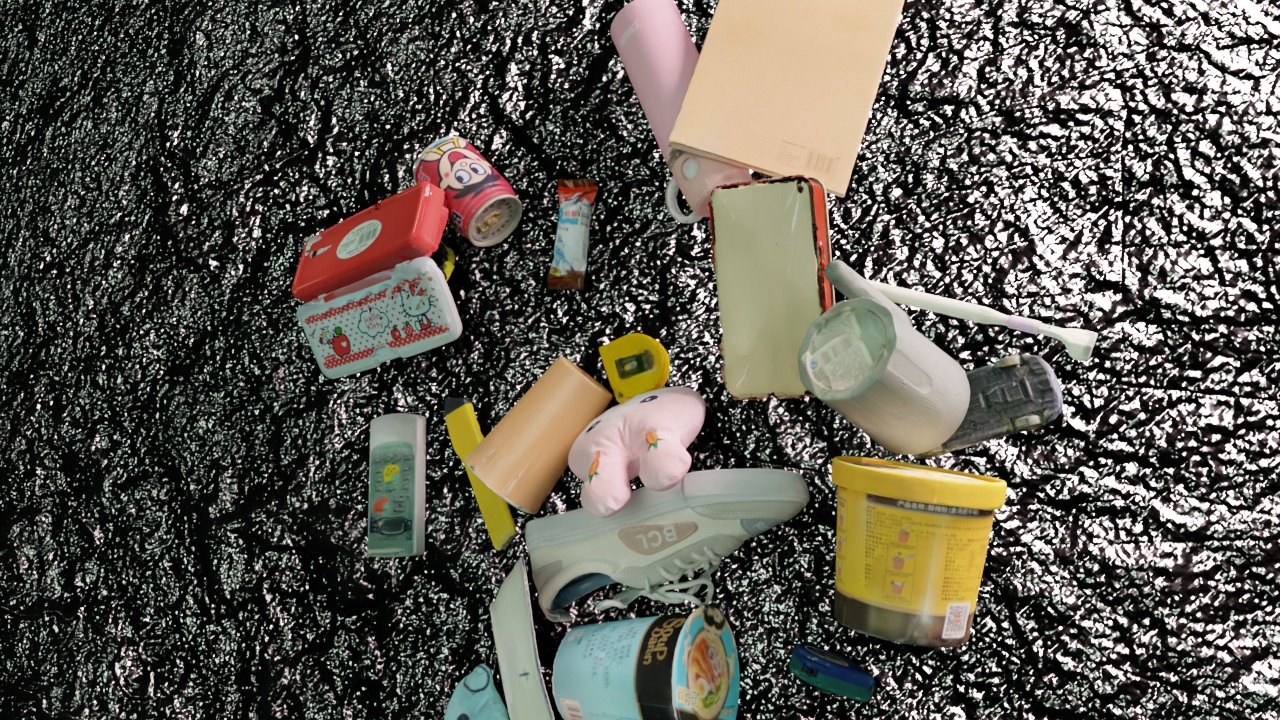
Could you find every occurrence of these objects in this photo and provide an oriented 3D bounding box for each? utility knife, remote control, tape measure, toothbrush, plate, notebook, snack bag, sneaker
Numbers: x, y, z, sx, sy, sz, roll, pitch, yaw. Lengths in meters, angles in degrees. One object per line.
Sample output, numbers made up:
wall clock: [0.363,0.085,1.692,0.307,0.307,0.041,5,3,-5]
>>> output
utility knife: [-0.148,0.100,0.843,0.033,0.015,0.153,-30,71,21]
remote control: [-0.232,0.118,0.871,0.056,0.019,0.135,-6,78,21]
tape measure: [0.138,0.232,0.681,0.058,0.054,0.025,21,85,-8]
toothbrush: [0.248,-0.036,0.707,0.190,0.020,0.029,18,57,25]
plate: [-0.091,0.241,0.717,0.034,0.164,0.164,-11,73,-11]
notebook: [0.126,-0.250,0.761,0.149,0.012,0.211,18,78,5]
tape measure: [-0.005,0.005,0.796,0.057,0.029,0.060,-24,72,16]
snack bag: [-0.063,-0.116,0.844,0.048,0.026,0.104,4,81,35]
sneaker: [0.019,0.150,0.724,0.243,0.089,0.090,-18,66,20]

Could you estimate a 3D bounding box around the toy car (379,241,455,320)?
toy car: [-0.219,-0.074,0.897,0.105,0.032,0.048,-41,62,23]

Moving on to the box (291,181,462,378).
box: [-0.255,-0.072,0.869,0.202,0.065,0.159,-15,78,35]

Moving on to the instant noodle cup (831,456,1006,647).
instant noodle cup: [0.190,0.132,0.649,0.119,0.118,0.114,6,89,23]

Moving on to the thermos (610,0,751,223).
thermos: [0.031,-0.217,0.808,0.087,0.067,0.198,-36,68,42]

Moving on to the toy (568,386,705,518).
toy: [-0.002,0.067,0.721,0.121,0.159,0.054,-27,106,7]

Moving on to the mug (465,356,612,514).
mug: [-0.083,0.061,0.795,0.078,0.078,0.123,39,90,24]

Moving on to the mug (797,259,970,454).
mug: [0.172,-0.005,0.667,0.084,0.103,0.123,-28,49,33]

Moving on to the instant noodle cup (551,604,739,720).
instant noodle cup: [0.001,0.246,0.713,0.121,0.111,0.111,-8,77,30]

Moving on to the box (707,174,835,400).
box: [0.101,-0.055,0.713,0.091,0.077,0.168,-4,96,21]

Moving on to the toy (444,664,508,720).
toy: [-0.144,0.338,0.760,0.157,0.049,0.161,-24,64,45]

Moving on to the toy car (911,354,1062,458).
toy car: [0.249,0.036,0.684,0.121,0.036,0.054,-22,70,27]

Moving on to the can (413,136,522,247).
can: [-0.163,-0.159,0.870,0.066,0.066,0.094,-46,67,8]
